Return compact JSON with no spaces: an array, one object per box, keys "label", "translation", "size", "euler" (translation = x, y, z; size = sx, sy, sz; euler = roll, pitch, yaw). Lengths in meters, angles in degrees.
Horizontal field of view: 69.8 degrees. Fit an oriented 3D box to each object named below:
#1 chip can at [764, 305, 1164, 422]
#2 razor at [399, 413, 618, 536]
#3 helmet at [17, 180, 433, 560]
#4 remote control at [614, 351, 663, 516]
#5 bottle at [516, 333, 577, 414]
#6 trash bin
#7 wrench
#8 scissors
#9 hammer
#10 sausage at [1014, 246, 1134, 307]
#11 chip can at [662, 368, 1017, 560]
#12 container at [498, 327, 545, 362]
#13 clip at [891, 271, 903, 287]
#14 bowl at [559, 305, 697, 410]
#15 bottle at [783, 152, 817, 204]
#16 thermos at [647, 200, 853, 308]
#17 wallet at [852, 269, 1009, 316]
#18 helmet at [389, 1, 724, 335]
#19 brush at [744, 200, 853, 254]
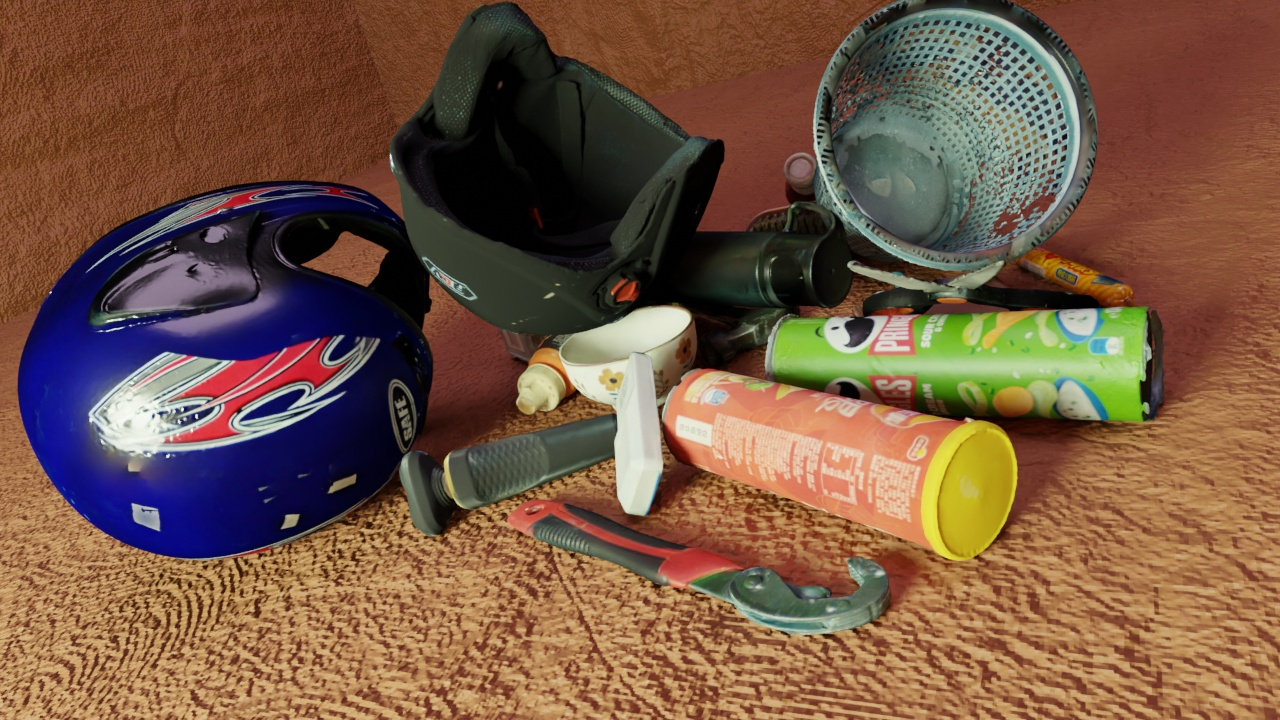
[{"label":"chip can","translation":[0.202,0.002,0.596],"size":[0.236,0.072,0.072],"euler":[0,26,35]},{"label":"razor","translation":[-0.087,0.075,0.666],"size":[0.167,0.062,0.068],"euler":[-16,-11,-15]},{"label":"helmet","translation":[-0.278,0.012,0.690],"size":[0.314,0.248,0.240],"euler":[-26,53,-24]},{"label":"remote control","translation":[-0.003,0.048,0.627],"size":[0.024,0.049,0.124],"euler":[11,33,-10]},{"label":"bottle","translation":[-0.066,-0.001,0.824],"size":[0.067,0.067,0.149],"euler":[-2,32,32]},{"label":"trash bin","translation":[0.248,-0.176,0.816],"size":[0.226,0.226,0.195],"euler":[-17,-4,-2]},{"label":"wrench","translation":[0.015,0.112,0.535],"size":[0.274,0.016,0.056],"euler":[4,29,42]},{"label":"scissors","translation":[0.208,-0.045,0.589],"size":[0.228,0.021,0.221],"euler":[4,-4,-13]},{"label":"hammer","translation":[0.039,-0.061,0.927],"size":[0.126,0.032,0.324],"euler":[-25,23,-22]},{"label":"sausage","translation":[0.345,-0.069,0.738],"size":[0.021,0.021,0.165],"euler":[-17,21,-2]},{"label":"chip can","translation":[0.104,0.053,0.542],"size":[0.073,0.073,0.217],"euler":[-30,24,-31]},{"label":"container","translation":[-0.085,-0.055,0.926],"size":[0.111,0.090,0.090],"euler":[-29,24,-23]},{"label":"clip","translation":[0.229,-0.054,0.786],"size":[0.013,0.038,0.055],"euler":[-17,31,1]},{"label":"bowl","translation":[-0.004,0.004,0.754],"size":[0.113,0.062,0.113],"euler":[-15,20,5]},{"label":"bottle","translation":[0.188,-0.193,1.011],"size":[0.060,0.060,0.205],"euler":[-10,-2,16]},{"label":"thermos","translation":[0.075,-0.093,0.820],"size":[0.243,0.090,0.068],"euler":[6,-11,45]},{"label":"wallet","translation":[0.235,-0.029,0.711],"size":[0.124,0.032,0.101],"euler":[-15,24,4]},{"label":"helmet","translation":[-0.073,-0.129,0.739],"size":[0.233,0.231,0.273],"euler":[37,49,17]},{"label":"brush","translation":[0.179,-0.139,0.978],"size":[0.146,0.063,0.072],"euler":[-6,24,30]}]
